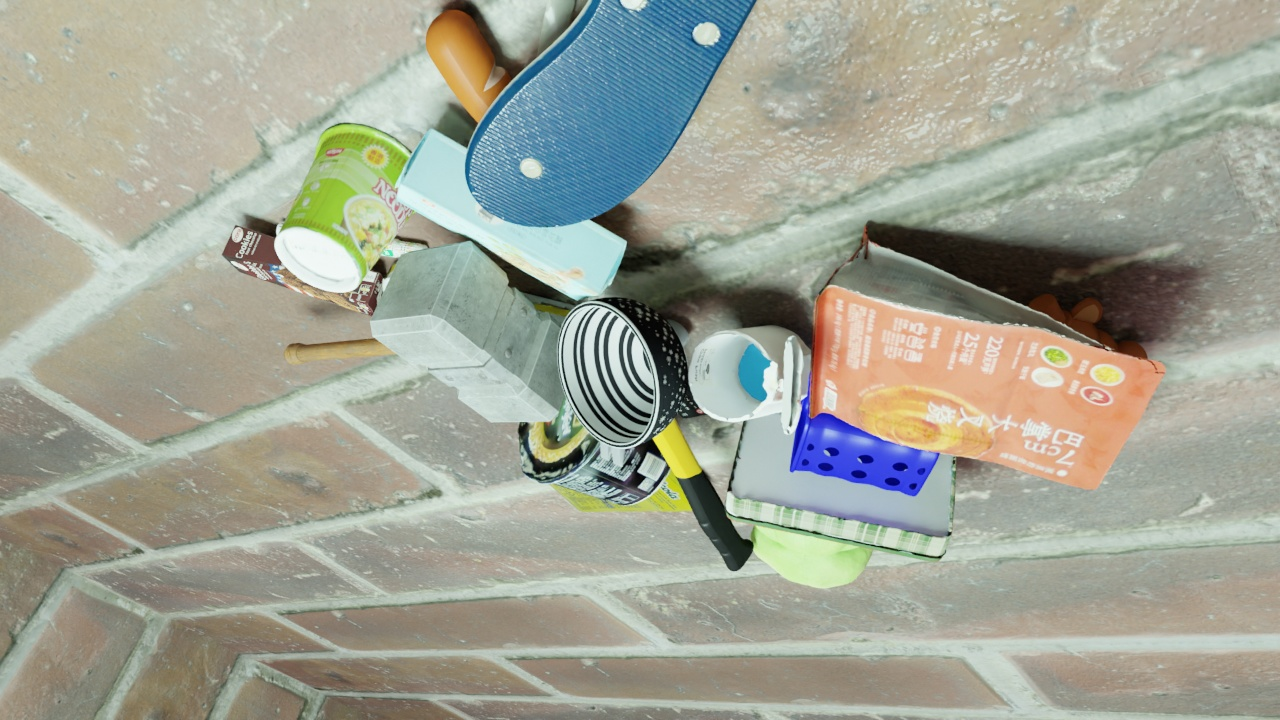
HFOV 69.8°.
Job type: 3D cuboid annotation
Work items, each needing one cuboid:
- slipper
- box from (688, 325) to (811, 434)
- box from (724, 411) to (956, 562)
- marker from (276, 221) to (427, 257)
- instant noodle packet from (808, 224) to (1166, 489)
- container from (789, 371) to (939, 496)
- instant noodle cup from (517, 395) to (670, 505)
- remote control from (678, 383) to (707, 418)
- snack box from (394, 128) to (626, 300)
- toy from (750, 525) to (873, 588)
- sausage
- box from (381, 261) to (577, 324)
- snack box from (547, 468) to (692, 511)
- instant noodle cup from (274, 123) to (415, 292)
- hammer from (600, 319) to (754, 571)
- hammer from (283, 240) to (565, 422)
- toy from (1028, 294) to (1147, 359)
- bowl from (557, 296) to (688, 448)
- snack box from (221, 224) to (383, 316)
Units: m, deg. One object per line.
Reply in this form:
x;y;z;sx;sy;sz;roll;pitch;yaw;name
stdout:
-0.010;-0.193;0.578;0.118;0.060;0.296;25;132;-20;slipper
0.101;0.012;0.728;0.126;0.084;0.155;12;-170;31;box
0.188;0.114;0.864;0.206;0.117;0.051;8;142;11;box
-0.264;-0.109;0.840;0.145;0.017;0.017;10;145;12;marker
0.242;0.014;0.673;0.221;0.083;0.165;24;149;24;instant noodle packet
0.199;0.060;0.811;0.113;0.084;0.085;12;144;6;container
-0.037;0.077;0.904;0.138;0.137;0.112;-16;141;39;instant noodle cup
0.021;0.013;0.885;0.033;0.015;0.147;-14;135;37;remote control
-0.102;-0.109;0.714;0.174;0.053;0.075;28;172;-16;snack box
0.184;0.184;0.979;0.150;0.107;0.197;4;135;17;toy
-0.091;-0.174;0.652;0.045;0.039;0.164;-27;128;23;sausage
-0.140;-0.041;0.864;0.210;0.037;0.065;15;144;4;box
-0.028;0.127;1.041;0.181;0.045;0.121;-8;140;37;snack box
-0.235;-0.117;0.737;0.099;0.107;0.099;11;145;8;instant noodle cup
0.049;0.113;0.899;0.029;0.126;0.324;21;150;41;hammer
-0.229;-0.014;0.839;0.318;0.082;0.162;-3;148;36;hammer
0.327;0.000;0.698;0.095;0.065;0.128;-33;114;16;toy
-0.004;0.004;0.741;0.120;0.066;0.120;21;119;43;bowl
-0.315;-0.083;0.871;0.141;0.031;0.051;19;166;-1;snack box
